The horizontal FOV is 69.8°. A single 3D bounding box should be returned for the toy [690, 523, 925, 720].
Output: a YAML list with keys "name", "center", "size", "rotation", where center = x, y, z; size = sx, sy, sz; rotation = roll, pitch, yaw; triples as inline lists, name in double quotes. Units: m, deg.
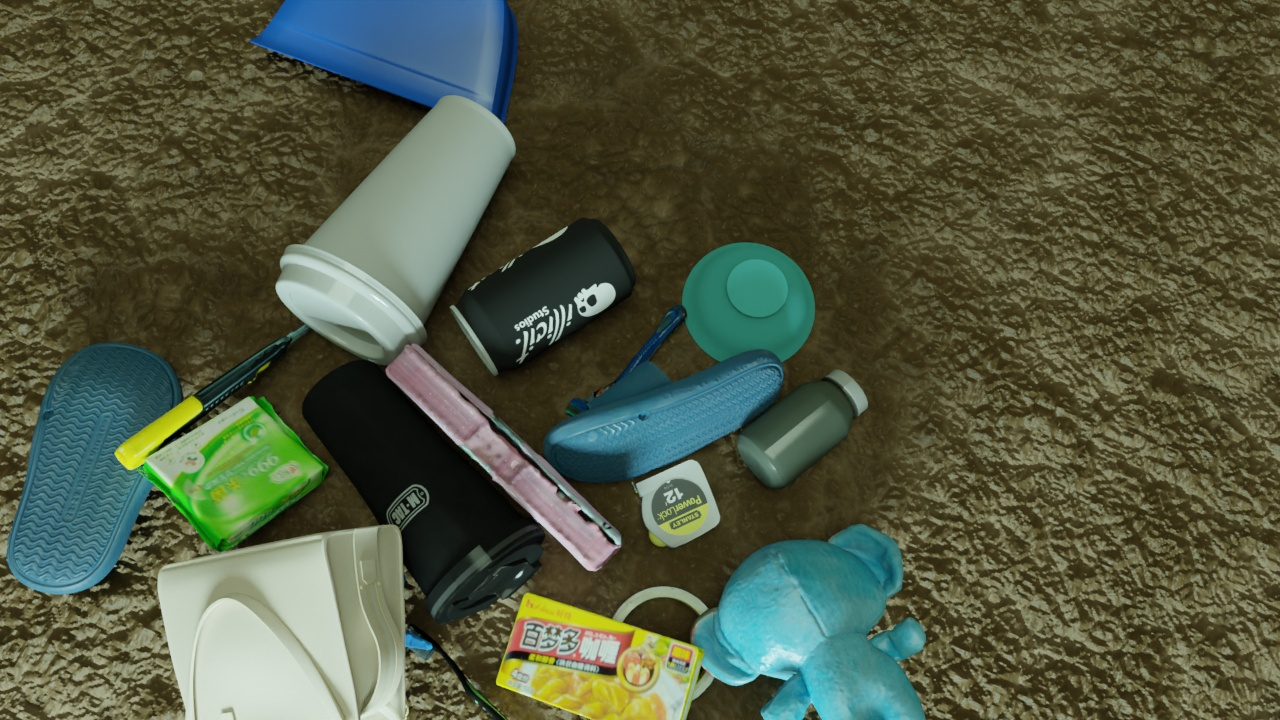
- name: "toy"
  center: [0.144, 0.221, 0.711]
  size: [0.183, 0.115, 0.180]
  rotation: [-28, 56, -10]

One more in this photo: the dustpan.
- name: "dustpan"
  center: [-0.203, -0.368, 0.877]
  size: [0.245, 0.059, 0.257]
  rotation: [20, 85, 3]

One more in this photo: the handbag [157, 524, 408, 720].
- name: "handbag"
  center: [-0.254, 0.232, 0.669]
  size: [0.195, 0.101, 0.197]
  rotation: [-14, 80, 25]

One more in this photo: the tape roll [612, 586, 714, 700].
- name: "tape roll"
  center: [0.019, 0.232, 0.746]
  size: [0.094, 0.019, 0.094]
  rotation: [1, 75, -2]

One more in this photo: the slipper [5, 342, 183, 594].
- name: "slipper"
  center: [-0.437, 0.084, 0.746]
  size: [0.103, 0.059, 0.213]
  rotation: [8, 63, -12]

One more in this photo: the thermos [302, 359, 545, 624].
- name: "thermos"
  center: [-0.178, 0.100, 0.735]
  size: [0.105, 0.106, 0.218]
  rotation: [-40, 75, -12]

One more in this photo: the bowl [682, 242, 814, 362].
- name: "bowl"
  center: [0.099, -0.057, 0.813]
  size: [0.121, 0.046, 0.121]
  rotation: [1, 75, -3]

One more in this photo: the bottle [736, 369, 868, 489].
- name: "bottle"
  center: [0.138, 0.056, 0.778]
  size: [0.108, 0.060, 0.060]
  rotation: [-37, 80, -11]

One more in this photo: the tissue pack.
- name: "tissue pack"
  center: [-0.327, 0.089, 0.743]
  size: [0.099, 0.034, 0.113]
  rotation: [42, 51, 9]

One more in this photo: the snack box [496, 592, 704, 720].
- name: "snack box"
  center: [-0.032, 0.239, 0.714]
  size: [0.152, 0.025, 0.075]
  rotation: [12, 74, 21]

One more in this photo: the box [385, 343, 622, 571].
- name: "box"
  center: [-0.106, 0.078, 0.746]
  size: [0.233, 0.098, 0.041]
  rotation: [42, 85, 10]

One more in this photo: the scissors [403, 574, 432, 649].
- name: "scissors"
  center: [-0.209, 0.207, 0.717]
  size: [0.125, 0.016, 0.126]
  rotation: [39, 114, 24]

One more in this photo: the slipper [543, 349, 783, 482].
- name: "slipper"
  center: [0.020, 0.043, 0.766]
  size: [0.213, 0.104, 0.059]
  rotation: [-20, 51, -12]

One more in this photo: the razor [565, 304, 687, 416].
- name: "razor"
  center: [-0.005, 0.005, 0.806]
  size: [0.140, 0.018, 0.044]
  rotation: [-47, 46, -15]

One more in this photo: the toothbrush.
- name: "toothbrush"
  center: [-0.121, 0.279, 0.731]
  size: [0.188, 0.014, 0.017]
  rotation: [41, 90, 8]

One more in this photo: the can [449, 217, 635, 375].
- name: "can"
  center: [-0.082, -0.055, 0.787]
  size: [0.146, 0.080, 0.080]
  rotation: [-34, 79, -11]

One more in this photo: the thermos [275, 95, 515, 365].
- name: "thermos"
  center: [-0.197, -0.117, 0.783]
  size: [0.131, 0.132, 0.221]
  rotation: [27, 68, 4]

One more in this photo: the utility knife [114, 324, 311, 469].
- name: "utility knife"
  center: [-0.341, 0.019, 0.759]
  size: [0.020, 0.029, 0.197]
  rotation: [47, 61, -3]

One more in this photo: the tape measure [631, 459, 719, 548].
- name: "tape measure"
  center: [0.030, 0.122, 0.777]
  size: [0.064, 0.017, 0.065]
  rotation: [-23, 77, -9]
